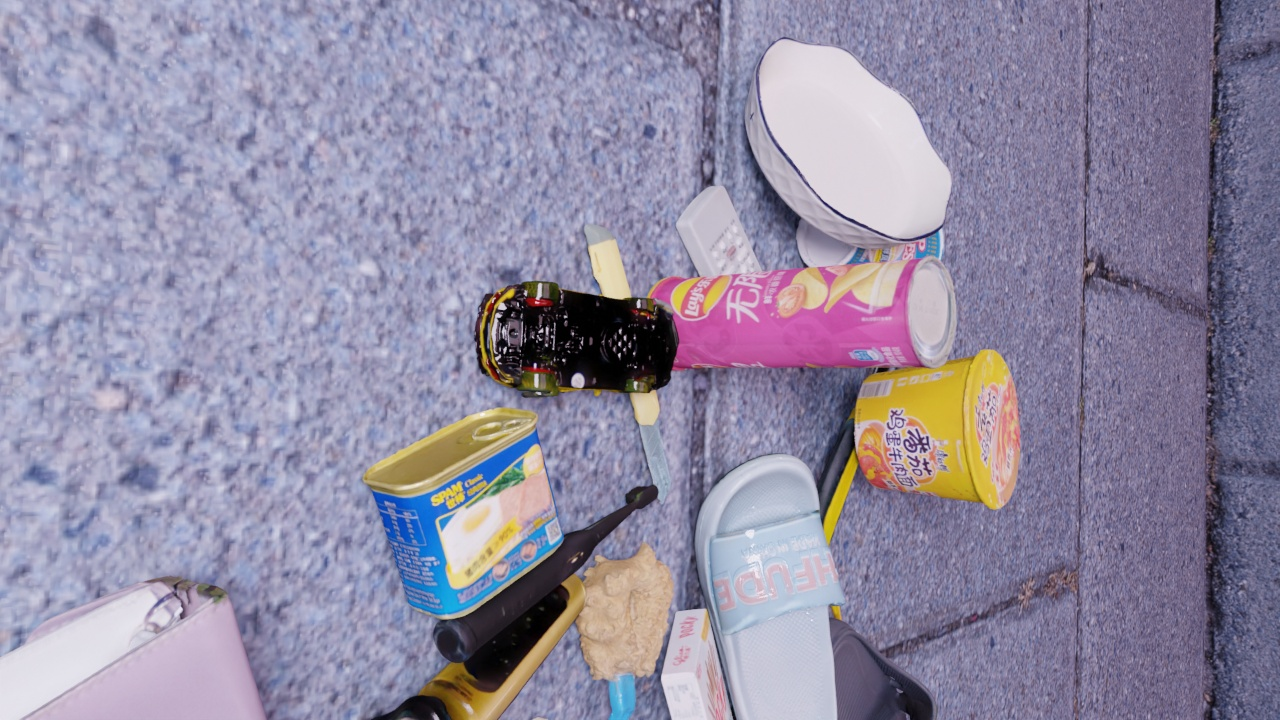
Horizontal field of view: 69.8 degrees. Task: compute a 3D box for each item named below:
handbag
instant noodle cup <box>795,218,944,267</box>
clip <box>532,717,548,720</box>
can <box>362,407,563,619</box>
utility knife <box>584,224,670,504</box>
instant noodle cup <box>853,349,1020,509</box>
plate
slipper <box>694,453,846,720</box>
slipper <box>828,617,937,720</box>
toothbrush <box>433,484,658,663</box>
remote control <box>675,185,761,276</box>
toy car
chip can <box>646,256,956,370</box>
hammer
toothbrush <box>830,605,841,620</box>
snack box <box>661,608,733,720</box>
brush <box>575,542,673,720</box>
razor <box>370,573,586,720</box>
[{"bbox_3d":[-0.209,0.207,0.366,0.144,0.099,0.197,-29,110,-43],"label":"handbag"},{"bbox_3d":[0.204,-0.108,0.838,0.109,0.099,0.099,4,87,-41],"label":"instant noodle cup"},{"bbox_3d":[-0.075,0.275,0.565,0.099,0.035,0.071,-48,123,-43],"label":"clip"},{"bbox_3d":[-0.097,0.085,0.523,0.101,0.057,0.083,-29,114,-44],"label":"can"},{"bbox_3d":[-0.004,0.004,0.654,0.030,0.022,0.211,-26,103,-42],"label":"utility knife"},{"bbox_3d":[0.263,0.063,0.821,0.137,0.110,0.138,9,79,-50],"label":"instant noodle cup"},{"bbox_3d":[0.171,-0.178,0.771,0.204,0.046,0.204,15,56,-25],"label":"plate"},{"bbox_3d":[0.106,0.195,0.701,0.104,0.074,0.245,-7,89,-13],"label":"slipper"},{"bbox_3d":[0.216,0.331,0.840,0.110,0.083,0.268,-57,136,-25],"label":"slipper"},{"bbox_3d":[-0.048,0.123,0.582,0.212,0.027,0.026,-29,111,-53],"label":"toothbrush"},{"bbox_3d":[0.077,-0.066,0.743,0.058,0.021,0.150,-52,125,-35],"label":"remote control"},{"bbox_3d":[-0.036,-0.011,0.600,0.155,0.041,0.071,3,88,-43],"label":"toy car"},{"bbox_3d":[0.101,-0.029,0.627,0.071,0.211,0.071,0,89,-48],"label":"chip can"},{"bbox_3d":[0.199,0.063,0.856,0.126,0.032,0.322,57,46,-29],"label":"hammer"},{"bbox_3d":[0.174,0.212,0.856,0.018,0.016,0.191,-29,112,-35],"label":"toothbrush"},{"bbox_3d":[0.049,0.275,0.681,0.084,0.027,0.157,-62,141,-71],"label":"snack box"},{"bbox_3d":[-0.020,0.252,0.627,0.083,0.046,0.254,7,88,-52],"label":"brush"},{"bbox_3d":[-0.088,0.181,0.536,0.167,0.062,0.068,-40,153,-47],"label":"razor"}]
